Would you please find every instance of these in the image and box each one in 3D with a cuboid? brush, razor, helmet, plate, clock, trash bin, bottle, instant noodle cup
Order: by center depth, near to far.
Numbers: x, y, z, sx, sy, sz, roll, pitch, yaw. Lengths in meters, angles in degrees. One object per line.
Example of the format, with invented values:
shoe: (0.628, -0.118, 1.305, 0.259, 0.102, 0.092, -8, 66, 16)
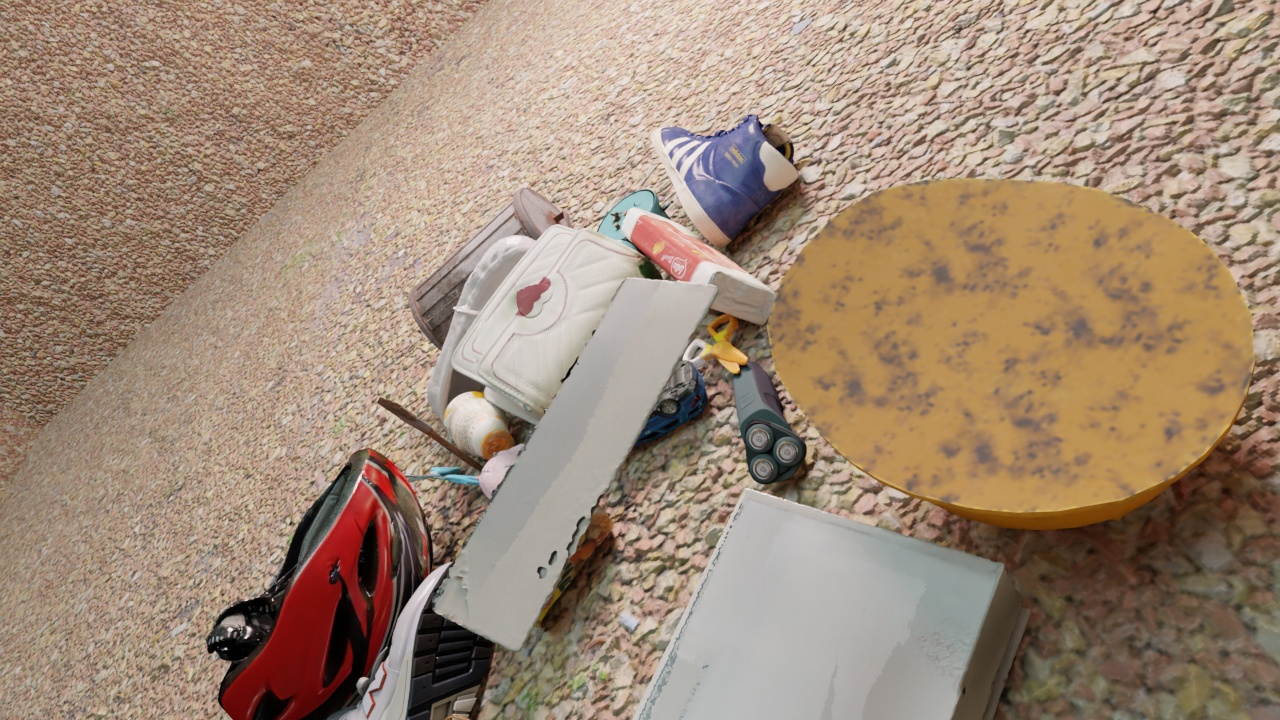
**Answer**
helmet: (0.212, 0.012, 0.541, 0.205, 0.131, 0.255, -50, 46, -8)
razor: (0.097, 0.043, 0.733, 0.047, 0.052, 0.142, -38, 23, 16)
instant noodle cup: (-0.083, 0.155, 0.781, 0.108, 0.102, 0.102, -44, 31, -13)
helmet: (-0.292, 0.217, 0.868, 0.272, 0.167, 0.218, -64, 19, -4)
plate: (-0.005, 0.005, 0.920, 0.135, 0.011, 0.134, -31, 35, 24)
brush: (-0.212, 0.081, 0.954, 0.045, 0.143, 0.008, 13, 66, 45)
bottle: (-0.170, 0.075, 0.988, 0.063, 0.063, 0.108, -50, 32, -5)
clock: (-0.015, -0.141, 1.054, 0.124, 0.053, 0.090, -53, 31, -11)
trash bin: (-0.166, -0.105, 1.122, 0.211, 0.131, 0.130, -37, 33, 18)

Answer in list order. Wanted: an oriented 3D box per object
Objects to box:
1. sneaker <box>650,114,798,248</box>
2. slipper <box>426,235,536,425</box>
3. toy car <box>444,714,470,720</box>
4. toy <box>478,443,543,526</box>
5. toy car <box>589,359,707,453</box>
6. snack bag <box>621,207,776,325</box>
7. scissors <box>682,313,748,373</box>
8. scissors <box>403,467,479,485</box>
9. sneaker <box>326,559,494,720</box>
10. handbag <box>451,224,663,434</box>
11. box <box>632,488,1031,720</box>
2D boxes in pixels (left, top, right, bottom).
sneaker: (0.092, -0.228, 0.987, 0.119, 0.091, 0.232, -40, 33, 20)
slipper: (-0.174, -0.028, 1.037, 0.074, 0.112, 0.247, 43, 114, 38)
toy car: (-0.123, 0.320, 0.680, 0.047, 0.047, 0.112, -8, 77, 46)
toy: (-0.126, 0.128, 0.892, 0.064, 0.047, 0.109, -17, 54, 13)
toy car: (0.007, 0.046, 0.829, 0.120, 0.043, 0.056, -29, 36, 24)
snack bag: (0.052, -0.097, 0.905, 0.041, 0.077, 0.225, -64, 29, 16)
scissors: (0.068, -0.006, 0.820, 0.070, 0.013, 0.130, -45, 18, 8)
scissors: (-0.200, 0.122, 0.968, 0.135, 0.135, 0.015, 33, -115, -85)
sneaker: (-0.208, 0.289, 0.772, 0.124, 0.089, 0.239, -21, 43, 30)
handbag: (-0.085, -0.035, 0.944, 0.142, 0.096, 0.198, 21, 69, 36)
box: (0.197, 0.262, 0.595, 0.172, 0.404, 0.168, 3, 56, 50)
